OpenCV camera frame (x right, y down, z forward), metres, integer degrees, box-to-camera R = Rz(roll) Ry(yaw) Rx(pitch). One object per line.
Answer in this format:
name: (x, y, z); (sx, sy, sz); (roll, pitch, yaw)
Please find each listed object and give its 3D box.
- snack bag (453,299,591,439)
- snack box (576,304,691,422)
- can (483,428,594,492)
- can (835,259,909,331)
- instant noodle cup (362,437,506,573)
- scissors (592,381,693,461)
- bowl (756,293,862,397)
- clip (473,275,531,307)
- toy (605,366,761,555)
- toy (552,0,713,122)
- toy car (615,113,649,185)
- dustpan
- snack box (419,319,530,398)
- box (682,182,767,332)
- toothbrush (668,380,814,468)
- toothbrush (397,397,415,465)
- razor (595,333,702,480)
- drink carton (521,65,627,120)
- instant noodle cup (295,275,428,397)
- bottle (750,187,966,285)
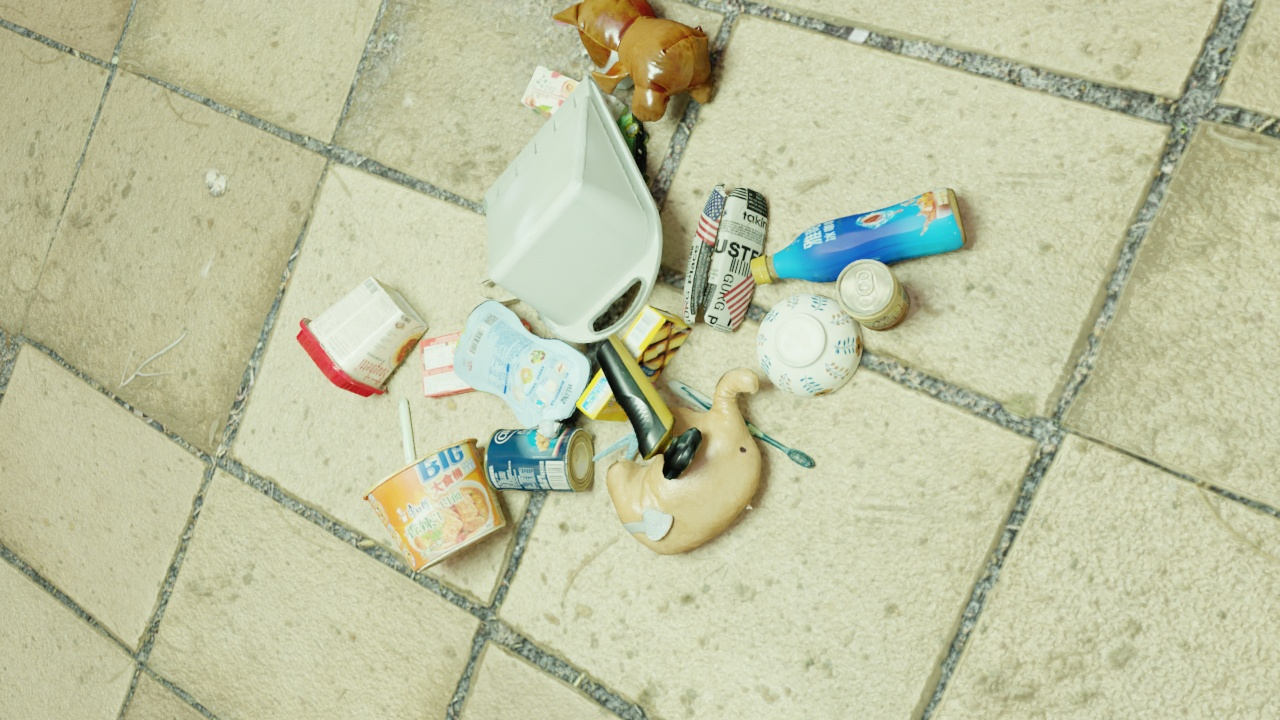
snack bag: (-0.140, 0.009, 1.073); (0.191, 0.038, 0.110); (31, 93, 33)
snack box: (-0.006, 0.006, 1.036); (0.034, 0.086, 0.140); (42, 101, 21)
can: (-0.117, 0.117, 1.079); (0.111, 0.075, 0.075); (-2, 84, 22)
can: (0.235, -0.064, 0.923); (0.059, 0.116, 0.058); (-2, 84, 23)
instant noodle cup: (-0.238, 0.176, 1.093); (0.152, 0.151, 0.111); (-31, 82, 17)
scissors: (0.007, 0.083, 1.048); (0.113, 0.017, 0.135); (12, 117, -13)
bowl: (0.175, -0.018, 0.975); (0.114, 0.062, 0.113); (-2, 84, 21)
clip: (-0.155, -0.084, 1.140); (0.100, 0.034, 0.071); (2, 85, 15)
toy: (0.067, 0.112, 0.999); (0.143, 0.082, 0.226); (45, 100, 6)
toy: (-0.004, -0.362, 1.064); (0.199, 0.139, 0.131); (47, 144, 21)
toy car: (-0.011, -0.245, 1.085); (0.036, 0.043, 0.091); (-7, 81, 19)
dustpan: (-0.073, -0.155, 1.064); (0.223, 0.142, 0.257); (-41, 33, 30)
snack box: (-0.207, -0.001, 1.155); (0.153, 0.025, 0.075); (-11, 80, 22)
box: (0.082, -0.117, 1.030); (0.088, 0.076, 0.163); (16, 95, 45)
toothbrush: (0.108, 0.069, 1.018); (0.192, 0.018, 0.016); (30, 97, 22)
toothbrush: (-0.299, 0.141, 1.185); (0.020, 0.029, 0.189); (-4, 79, -20)
razor: (0.006, 0.045, 0.962); (0.067, 0.062, 0.167); (-26, 73, -22)
drink carton: (-0.082, -0.312, 1.120); (0.122, 0.045, 0.053); (29, 95, 22)
instant noodle cup: (-0.352, -0.033, 1.180); (0.124, 0.116, 0.116); (-44, 71, 2)
bottle: (0.223, -0.120, 0.961); (0.219, 0.065, 0.065); (-14, 79, 21)
